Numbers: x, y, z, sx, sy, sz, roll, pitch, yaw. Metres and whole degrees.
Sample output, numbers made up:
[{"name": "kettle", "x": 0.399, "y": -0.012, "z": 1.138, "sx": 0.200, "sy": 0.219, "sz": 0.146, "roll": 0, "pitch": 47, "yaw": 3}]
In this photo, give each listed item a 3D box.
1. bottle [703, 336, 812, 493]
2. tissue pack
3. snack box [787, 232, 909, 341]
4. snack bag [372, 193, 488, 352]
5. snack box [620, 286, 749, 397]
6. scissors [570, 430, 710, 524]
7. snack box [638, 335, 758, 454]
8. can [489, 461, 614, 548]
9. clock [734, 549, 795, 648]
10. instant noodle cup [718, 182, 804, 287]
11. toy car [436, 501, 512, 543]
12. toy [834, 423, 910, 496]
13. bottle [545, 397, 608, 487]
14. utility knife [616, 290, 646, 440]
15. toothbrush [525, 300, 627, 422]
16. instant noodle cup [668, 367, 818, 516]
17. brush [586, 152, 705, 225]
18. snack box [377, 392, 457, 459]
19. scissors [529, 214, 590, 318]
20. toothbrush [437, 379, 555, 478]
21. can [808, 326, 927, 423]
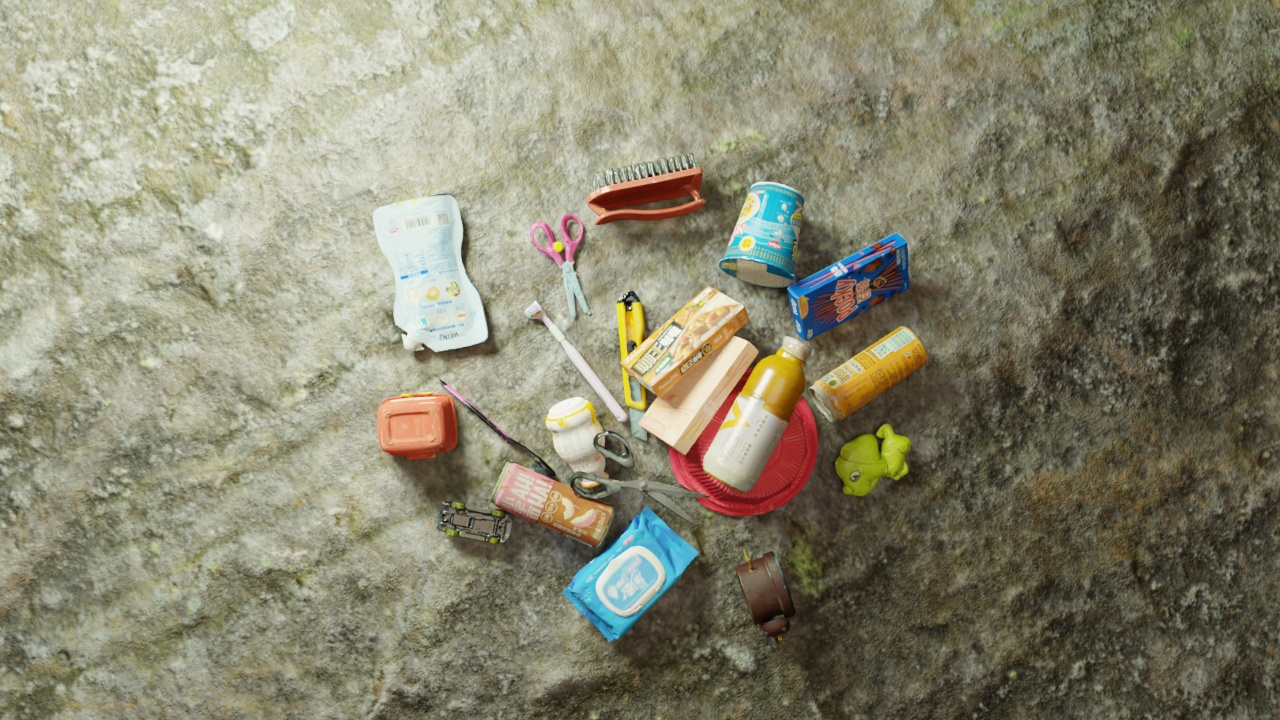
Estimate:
[{"name": "bottle", "x": 0.142, "y": 0.062, "z": 1.081, "sx": 0.068, "sy": 0.068, "sz": 0.189, "roll": 29, "pitch": 87, "yaw": -3}, {"name": "tissue pack", "x": -0.012, "y": 0.266, "z": 1.139, "sx": 0.157, "sy": 0.052, "sz": 0.095, "roll": -44, "pitch": 92, "yaw": -4}, {"name": "snack box", "x": 0.264, "y": -0.091, "z": 1.153, "sx": 0.157, "sy": 0.084, "sz": 0.026, "roll": -27, "pitch": 48, "yaw": -4}, {"name": "snack bag", "x": -0.260, "y": -0.105, "z": 1.136, "sx": 0.110, "sy": 0.039, "sz": 0.191, "roll": -13, "pitch": 92, "yaw": -10}, {"name": "snack box", "x": 0.055, "y": -0.025, "z": 1.130, "sx": 0.153, "sy": 0.075, "sz": 0.026, "roll": -41, "pitch": 131, "yaw": -11}, {"name": "scissors", "x": -0.003, "y": 0.148, "z": 1.118, "sx": 0.159, "sy": 0.014, "sz": 0.171, "roll": -16, "pitch": 112, "yaw": 1}, {"name": "snack box", "x": 0.070, "y": 0.034, "z": 1.132, "sx": 0.026, "sy": 0.084, "sz": 0.157, "roll": 39, "pitch": 84, "yaw": -34}, {"name": "can", "x": -0.108, "y": 0.178, "z": 1.131, "sx": 0.147, "sy": 0.058, "sz": 0.058, "roll": 24, "pitch": 87, "yaw": -4}, {"name": "clock", "x": 0.158, "y": 0.295, "z": 1.137, "sx": 0.055, "sy": 0.082, "sz": 0.122, "roll": -18, "pitch": 89, "yaw": 0}, {"name": "instant noodle cup", "x": 0.158, "y": -0.158, "z": 1.144, "sx": 0.099, "sy": 0.099, "sz": 0.109, "roll": 16, "pitch": 79, "yaw": -4}, {"name": "toy car", "x": -0.204, "y": 0.199, "z": 1.135, "sx": 0.090, "sy": 0.035, "sz": 0.042, "roll": 12, "pitch": 89, "yaw": -4}, {"name": "toy", "x": 0.296, "y": 0.127, "z": 1.175, "sx": 0.100, "sy": 0.031, "sz": 0.096, "roll": 7, "pitch": 89, "yaw": -8}, {"name": "bottle", "x": -0.074, "y": 0.102, "z": 1.134, "sx": 0.063, "sy": 0.063, "sz": 0.108, "roll": -21, "pitch": 104, "yaw": -4}, {"name": "utility knife", "x": -0.007, "y": 0.007, "z": 1.163, "sx": 0.033, "sy": 0.015, "sz": 0.193, "roll": -5, "pitch": 90, "yaw": -2}, {"name": "toothbrush", "x": -0.078, "y": 0.004, "z": 1.156, "sx": 0.189, "sy": 0.029, "sz": 0.021, "roll": 51, "pitch": 48, "yaw": -3}, {"name": "instant noodle cup", "x": 0.134, "y": 0.104, "z": 1.147, "sx": 0.194, "sy": 0.066, "sz": 0.194, "roll": 0, "pitch": 90, "yaw": -4}, {"name": "brush", "x": 0.005, "y": -0.208, "z": 1.144, "sx": 0.146, "sy": 0.063, "sz": 0.069, "roll": -11, "pitch": 76, "yaw": -3}, {"name": "snack box", "x": -0.272, "y": 0.081, "z": 1.110, "sx": 0.091, "sy": 0.080, "sz": 0.082, "roll": -5, "pitch": 90, "yaw": -5}, {"name": "scissors", "x": -0.084, "y": -0.121, "z": 1.162, "sx": 0.077, "sy": 0.017, "sz": 0.137, "roll": -27, "pitch": 95, "yaw": -13}, {"name": "toothbrush", "x": -0.182, "y": 0.087, "z": 1.150, "sx": 0.189, "sy": 0.014, "sz": 0.018, "roll": 40, "pitch": 99, "yaw": -2}, {"name": "can", "x": 0.289, "y": 0.018, "z": 1.163, "sx": 0.146, "sy": 0.058, "sz": 0.058, "roll": -33, "pitch": 91, "yaw": -4}]
